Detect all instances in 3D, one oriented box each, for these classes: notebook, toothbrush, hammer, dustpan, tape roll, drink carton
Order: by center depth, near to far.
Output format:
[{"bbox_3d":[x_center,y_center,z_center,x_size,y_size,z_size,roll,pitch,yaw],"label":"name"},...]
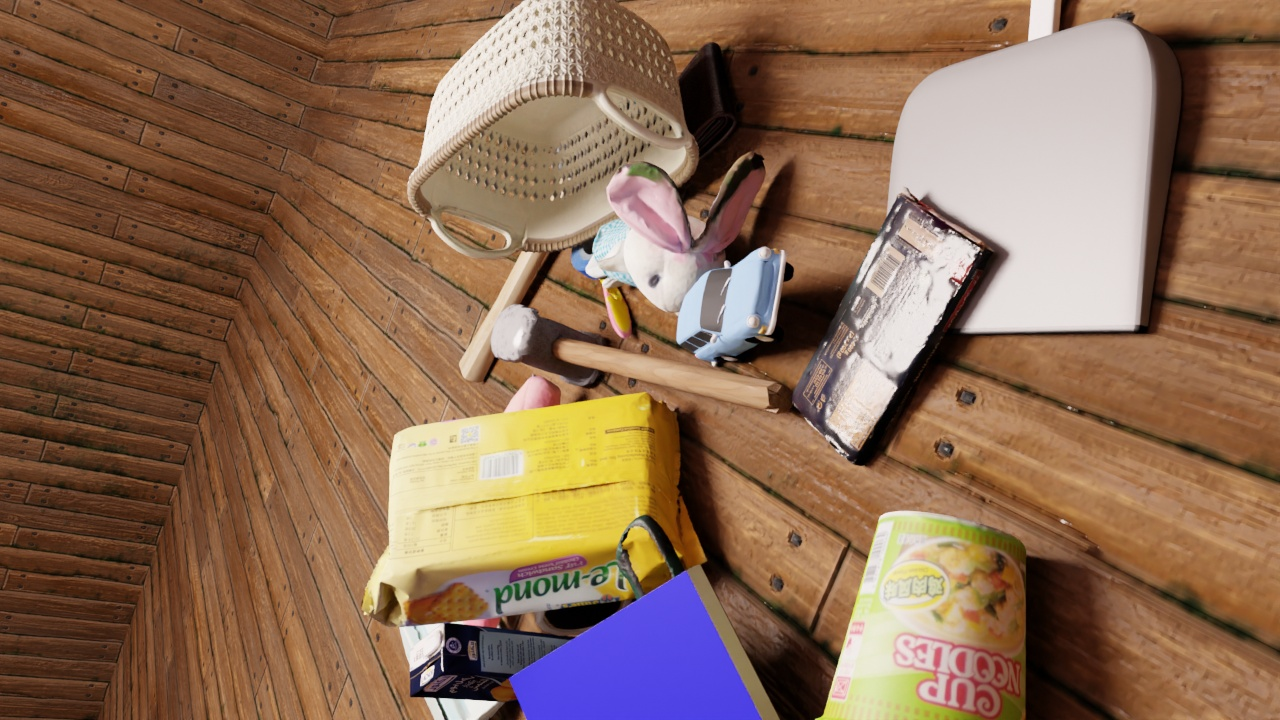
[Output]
[{"bbox_3d":[0.215,-0.140,0.514,0.163,0.033,0.257,2,85,57],"label":"dustpan"},{"bbox_3d":[0.008,0.248,0.581,0.210,0.022,0.171,-42,69,39],"label":"notebook"},{"bbox_3d":[-0.112,0.242,0.726,0.064,0.130,0.040,-43,43,38],"label":"drink carton"},{"bbox_3d":[-0.004,0.004,0.733,0.329,0.098,0.052,13,83,51],"label":"hammer"},{"bbox_3d":[-0.028,-0.064,0.849,0.016,0.021,0.135,-57,32,27],"label":"toothbrush"},{"bbox_3d":[-0.030,-0.121,0.863,0.091,0.016,0.093,-41,35,26],"label":"tape roll"},{"bbox_3d":[-0.118,-0.108,0.984,0.324,0.051,0.117,-58,38,26],"label":"hammer"}]

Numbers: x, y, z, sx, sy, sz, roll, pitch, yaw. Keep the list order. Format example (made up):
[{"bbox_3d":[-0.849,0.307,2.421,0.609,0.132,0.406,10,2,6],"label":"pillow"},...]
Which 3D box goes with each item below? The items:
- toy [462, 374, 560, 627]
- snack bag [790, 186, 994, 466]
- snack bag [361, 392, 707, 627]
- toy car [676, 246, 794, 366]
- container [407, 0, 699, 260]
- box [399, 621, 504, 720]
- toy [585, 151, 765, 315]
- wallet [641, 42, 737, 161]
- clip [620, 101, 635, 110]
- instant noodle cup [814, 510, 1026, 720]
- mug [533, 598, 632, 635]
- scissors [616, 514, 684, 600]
[{"bbox_3d":[-0.124,0.126,0.824,0.192,0.096,0.236,159,127,-76],"label":"toy"},{"bbox_3d":[0.144,-0.017,0.549,0.074,0.018,0.155,54,128,47],"label":"snack bag"},{"bbox_3d":[-0.081,0.103,0.684,0.068,0.247,0.159,76,-174,-48],"label":"snack bag"},{"bbox_3d":[0.062,-0.035,0.636,0.153,0.055,0.056,138,143,-77],"label":"toy car"},{"bbox_3d":[-0.076,-0.194,0.778,0.247,0.184,0.142,-22,61,43],"label":"container"},{"bbox_3d":[-0.175,0.294,0.882,0.125,0.075,0.197,-50,37,-2],"label":"box"},{"bbox_3d":[0.009,-0.082,0.741,0.206,0.130,0.105,-25,73,62],"label":"toy"},{"bbox_3d":[0.035,-0.209,0.816,0.120,0.031,0.099,-42,40,40],"label":"wallet"},{"bbox_3d":[0.001,-0.273,0.880,0.114,0.028,0.126,-53,24,34],"label":"clip"},{"bbox_3d":[0.141,0.134,0.439,0.099,0.099,0.107,-11,58,54],"label":"instant noodle cup"},{"bbox_3d":[-0.055,0.170,0.738,0.105,0.073,0.089,102,159,-44],"label":"mug"},{"bbox_3d":[0.003,0.194,0.600,0.202,0.015,0.204,4,99,40],"label":"scissors"}]
